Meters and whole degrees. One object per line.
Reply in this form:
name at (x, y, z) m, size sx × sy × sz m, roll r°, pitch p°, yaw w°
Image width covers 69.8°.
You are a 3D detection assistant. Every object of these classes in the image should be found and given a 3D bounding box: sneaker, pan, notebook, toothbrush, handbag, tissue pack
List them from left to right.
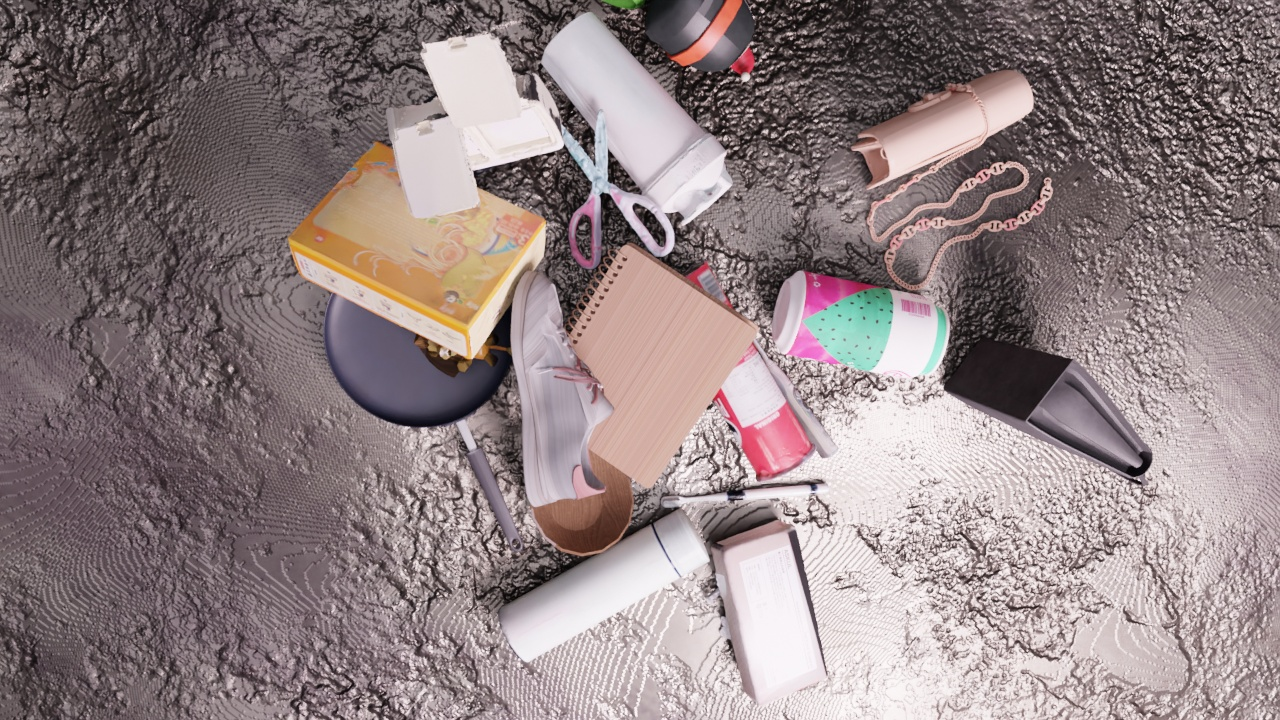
pan at (-0.202, 0.044, 0.978) m, size 0.199 × 0.021 × 0.356 m, roll -23°, pitch 97°, yaw 0°
sneaker at (-0.071, 0.028, 0.902) m, size 0.089 × 0.099 × 0.236 m, roll -3°, pitch 101°, yaw 5°
notebook at (-0.006, 0.006, 0.941) m, size 0.169 × 0.022 × 0.211 m, roll 34°, pitch 112°, yaw 4°
toothbrush at (0.115, 0.149, 1.009) m, size 0.187 × 0.017 × 0.012 m, roll -5°, pitch 100°, yaw -2°
tissue pack at (0.133, 0.274, 1.008) m, size 0.103 × 0.071 × 0.181 m, roll -16°, pitch 100°, yaw -16°
toothbrush at (0.156, 0.028, 0.994) m, size 0.024 × 0.022 × 0.185 m, roll -30°, pitch 99°, yaw 34°
handbag at (0.333, -0.185, 0.927) m, size 0.199 × 0.116 × 0.187 m, roll -25°, pitch 98°, yaw 0°
handbag at (0.441, 0.072, 0.938) m, size 0.195 × 0.175 × 0.072 m, roll 36°, pitch 93°, yaw -10°

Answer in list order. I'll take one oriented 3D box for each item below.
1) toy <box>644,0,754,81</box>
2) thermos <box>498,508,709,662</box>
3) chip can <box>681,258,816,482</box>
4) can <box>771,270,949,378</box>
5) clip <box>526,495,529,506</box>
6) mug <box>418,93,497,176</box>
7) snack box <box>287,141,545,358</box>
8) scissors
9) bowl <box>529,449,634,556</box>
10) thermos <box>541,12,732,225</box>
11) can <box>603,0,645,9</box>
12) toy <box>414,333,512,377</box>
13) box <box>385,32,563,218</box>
toy at (0.066, -0.336, 0.912) m, size 0.119 × 0.097 × 0.100 m, roll 31°, pitch 95°, yaw -29°
thermos at (-0.039, 0.241, 0.989) m, size 0.230 × 0.068 × 0.068 m, roll -30°, pitch 97°, yaw 1°
chip can at (0.096, 0.011, 0.964) m, size 0.073 × 0.073 × 0.233 m, roll -31°, pitch 97°, yaw 1°
can at (0.226, -0.036, 0.955) m, size 0.166 × 0.088 × 0.088 m, roll 11°, pitch 96°, yaw -4°
clip at (-0.097, 0.170, 0.997) m, size 0.023 × 0.047 × 0.076 m, roll -35°, pitch 95°, yaw 0°
mug at (-0.166, -0.235, 0.928) m, size 0.104 × 0.071 × 0.077 m, roll -30°, pitch 98°, yaw -26°
snack box at (-0.211, -0.106, 0.892) m, size 0.195 × 0.081 × 0.144 m, roll 26°, pitch 61°, yaw 8°
scissors at (-0.024, -0.163, 0.916) m, size 0.159 × 0.014 × 0.173 m, roll 19°, pitch 123°, yaw 25°
bowl at (-0.066, 0.150, 0.979) m, size 0.117 × 0.030 × 0.117 m, roll 7°, pitch 73°, yaw -22°
thermos at (0.000, -0.241, 0.920) m, size 0.099 × 0.099 × 0.220 m, roll -40°, pitch 93°, yaw 2°
can at (-0.008, -0.430, 0.897) m, size 0.083 × 0.083 × 0.144 m, roll 23°, pitch 95°, yaw -5°
toy at (-0.177, -0.016, 0.927) m, size 0.100 × 0.062 × 0.076 m, roll 11°, pitch 115°, yaw 14°
box at (-0.150, -0.187, 0.778) m, size 0.143 × 0.194 × 0.101 m, roll -12°, pitch 76°, yaw 9°
